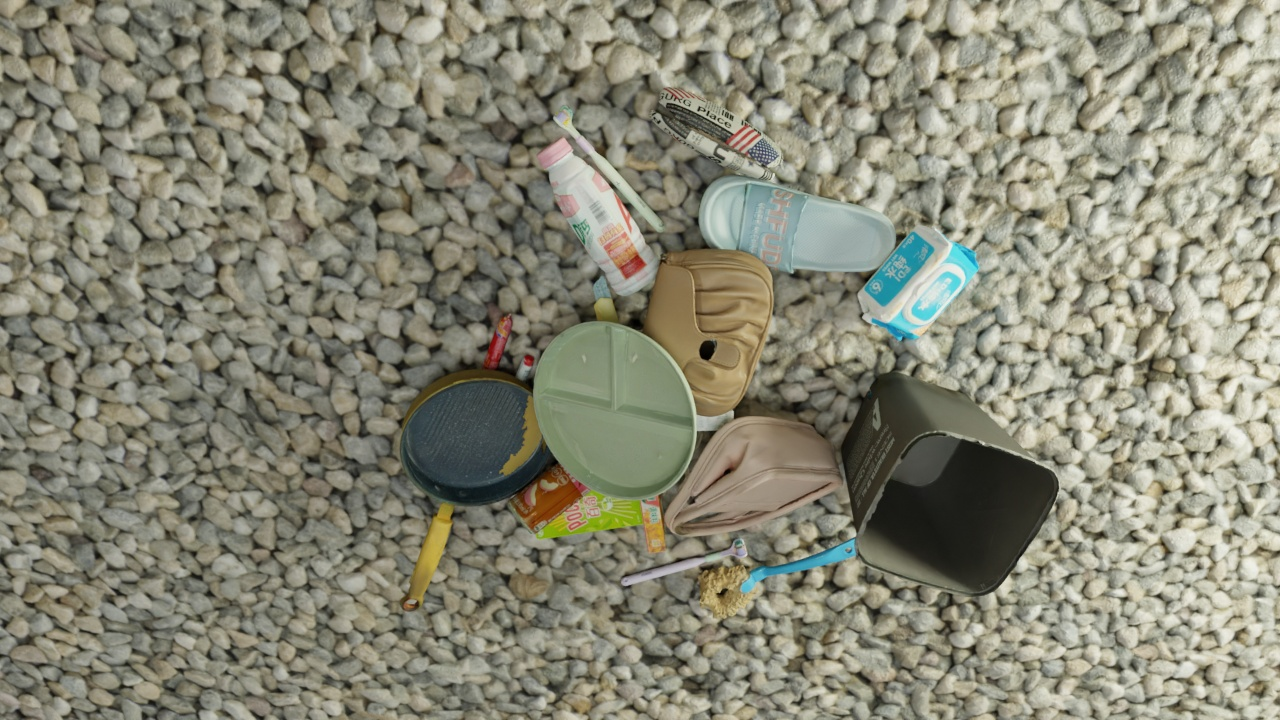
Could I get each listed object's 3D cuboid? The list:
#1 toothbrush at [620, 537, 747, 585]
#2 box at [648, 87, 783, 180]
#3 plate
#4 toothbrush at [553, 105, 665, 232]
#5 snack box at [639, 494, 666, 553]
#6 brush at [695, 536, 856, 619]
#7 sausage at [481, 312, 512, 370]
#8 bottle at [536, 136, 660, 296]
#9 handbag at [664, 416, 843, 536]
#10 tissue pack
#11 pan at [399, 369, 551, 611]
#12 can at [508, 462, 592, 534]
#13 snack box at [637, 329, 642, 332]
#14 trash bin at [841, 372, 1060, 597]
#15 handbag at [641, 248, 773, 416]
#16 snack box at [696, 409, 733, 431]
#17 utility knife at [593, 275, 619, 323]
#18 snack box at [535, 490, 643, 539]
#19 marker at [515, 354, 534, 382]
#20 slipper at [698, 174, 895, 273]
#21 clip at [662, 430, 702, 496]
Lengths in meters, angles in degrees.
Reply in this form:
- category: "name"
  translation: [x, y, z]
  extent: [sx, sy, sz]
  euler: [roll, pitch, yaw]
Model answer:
- category: "toothbrush"
  translation: [0.061, 0.295, 1.324]
  extent: [0.189, 0.029, 0.021]
  euler: [-19, 150, 9]
- category: "box"
  translation: [0.093, -0.265, 1.048]
  extent: [0.163, 0.075, 0.076]
  euler: [28, 106, -9]
- category: "plate"
  translation: [-0.031, 0.061, 1.117]
  extent: [0.230, 0.027, 0.230]
  euler: [11, 113, 29]
- category: "toothbrush"
  translation: [-0.033, -0.223, 1.093]
  extent: [0.189, 0.029, 0.020]
  euler: [47, 148, -19]
- category: "snack box"
  translation: [0.011, 0.174, 1.237]
  extent: [0.027, 0.077, 0.156]
  euler: [-7, 114, 3]
- category: "brush"
  translation: [0.194, 0.303, 1.307]
  extent: [0.255, 0.045, 0.083]
  euler: [-23, 109, 16]
- category: "sausage"
  translation: [-0.194, 0.004, 1.195]
  extent: [0.020, 0.020, 0.156]
  euler: [19, 112, -8]
- category: "bottle"
  translation: [-0.052, -0.172, 1.092]
  extent: [0.068, 0.068, 0.197]
  euler: [-32, 106, 13]
- category: "handbag"
  translation: [0.130, 0.173, 1.207]
  extent: [0.193, 0.093, 0.235]
  euler: [9, 138, -42]
- category: "tissue pack"
  translation: [0.337, -0.091, 1.111]
  extent: [0.090, 0.063, 0.140]
  euler: [22, 115, -41]
- category: "pan"
  translation: [-0.244, 0.176, 1.208]
  extent: [0.197, 0.078, 0.358]
  euler: [18, 112, -26]
- category: "can"
  translation: [-0.102, 0.165, 1.218]
  extent: [0.147, 0.058, 0.058]
  euler: [-37, 110, -9]
- category: "snack box"
  translation: [-0.007, 0.007, 1.188]
  extent: [0.140, 0.033, 0.087]
  euler: [-12, 113, 4]
- category: "trash bin"
  translation: [0.359, 0.138, 1.144]
  extent: [0.198, 0.219, 0.199]
  euler: [18, 113, -9]
- category: "handbag"
  translation: [0.075, -0.032, 1.096]
  extent: [0.148, 0.099, 0.205]
  euler: [13, 117, -2]
- category: "snack box"
  translation: [0.039, 0.072, 1.187]
  extent: [0.157, 0.084, 0.027]
  euler: [-1, 97, 1]
- category: "utility knife"
  translation: [-0.029, -0.020, 1.149]
  extent: [0.031, 0.019, 0.177]
  euler: [-16, 113, 3]
- category: "snack box"
  translation: [-0.078, 0.198, 1.277]
  extent: [0.156, 0.026, 0.086]
  euler: [-9, 113, 5]
- category: "marker"
  translation: [-0.172, 0.057, 1.219]
  extent: [0.017, 0.017, 0.145]
  euler: [21, 112, -9]
- category: "slipper"
  translation: [0.188, -0.151, 1.095]
  extent: [0.245, 0.074, 0.104]
  euler: [9, 115, -5]
- category: "clip"
  translation: [0.063, 0.139, 1.249]
  extent: [0.076, 0.034, 0.104]
  euler: [23, 104, -7]
